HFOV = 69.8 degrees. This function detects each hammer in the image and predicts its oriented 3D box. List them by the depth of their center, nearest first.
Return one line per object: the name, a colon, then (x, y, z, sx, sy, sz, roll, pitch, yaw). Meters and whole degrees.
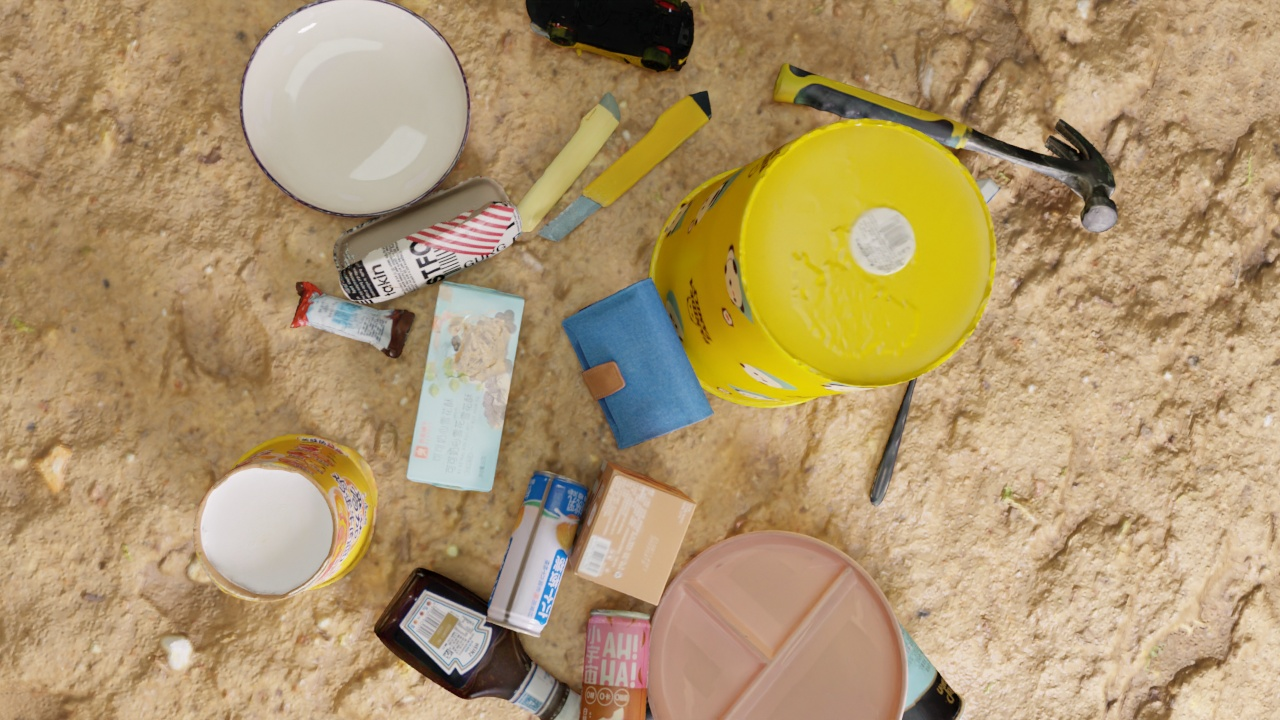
hammer: (0.280, -0.213, 0.851, 0.323, 0.032, 0.125, 18, 48, 1)

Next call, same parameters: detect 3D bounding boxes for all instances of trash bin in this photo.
trash bin: (0.136, -0.071, 0.739, 0.229, 0.255, 0.229, 0, 89, -7)

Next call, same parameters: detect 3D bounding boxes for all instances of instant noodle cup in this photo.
instant noodle cup: (-0.294, 0.132, 0.756, 0.138, 0.110, 0.138, 0, 88, -7)
instant noodle cup: (0.212, 0.281, 0.831, 0.111, 0.111, 0.120, -31, 85, -7)

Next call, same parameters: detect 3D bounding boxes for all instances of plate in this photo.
plate: (0.114, 0.263, 0.794, 0.230, 0.028, 0.229, -9, 66, 20)
plate: (-0.243, -0.215, 0.796, 0.192, 0.039, 0.192, 0, 87, -6)

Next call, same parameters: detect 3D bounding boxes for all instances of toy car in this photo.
toy car: (-0.026, -0.307, 0.826, 0.156, 0.041, 0.071, 11, 88, -9)

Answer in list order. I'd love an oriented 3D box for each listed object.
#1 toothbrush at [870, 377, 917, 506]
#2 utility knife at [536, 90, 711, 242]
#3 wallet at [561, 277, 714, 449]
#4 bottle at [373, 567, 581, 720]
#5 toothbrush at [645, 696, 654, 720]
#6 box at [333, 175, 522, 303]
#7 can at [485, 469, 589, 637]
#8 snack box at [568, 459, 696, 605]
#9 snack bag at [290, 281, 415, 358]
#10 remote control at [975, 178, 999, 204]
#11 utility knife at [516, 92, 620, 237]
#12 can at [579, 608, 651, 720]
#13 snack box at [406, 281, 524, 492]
toothbrush: (0.251, 0.053, 0.875, 0.015, 0.018, 0.181, 19, 89, -10)
utility knife: (-0.012, -0.177, 0.839, 0.209, 0.015, 0.033, -41, 96, -8)
wallet: (-0.005, 0.005, 0.806, 0.040, 0.107, 0.133, -26, 92, -51)
bottle: (-0.136, 0.263, 0.809, 0.195, 0.044, 0.079, 36, 76, -7)
toothbrush: (0.035, 0.308, 0.841, 0.212, 0.027, 0.026, -22, 137, -8)
box: (-0.188, -0.109, 0.798, 0.162, 0.076, 0.088, -27, 61, -7)
can: (-0.089, 0.167, 0.796, 0.053, 0.053, 0.134, 20, 74, -7)
snack box: (-0.010, 0.147, 0.800, 0.077, 0.094, 0.092, 22, 87, -7)
snack bag: (-0.254, -0.036, 0.803, 0.105, 0.026, 0.045, 17, 79, -8)
remote control: (0.284, -0.121, 0.862, 0.024, 0.049, 0.125, 42, 84, -3)
utility knife: (-0.073, -0.172, 0.832, 0.031, 0.018, 0.167, 39, 84, -1)
can: (-0.023, 0.294, 0.799, 0.058, 0.058, 0.147, 7, 73, -7)
snack box: (-0.152, 0.023, 0.803, 0.074, 0.052, 0.175, 10, 88, -8)
